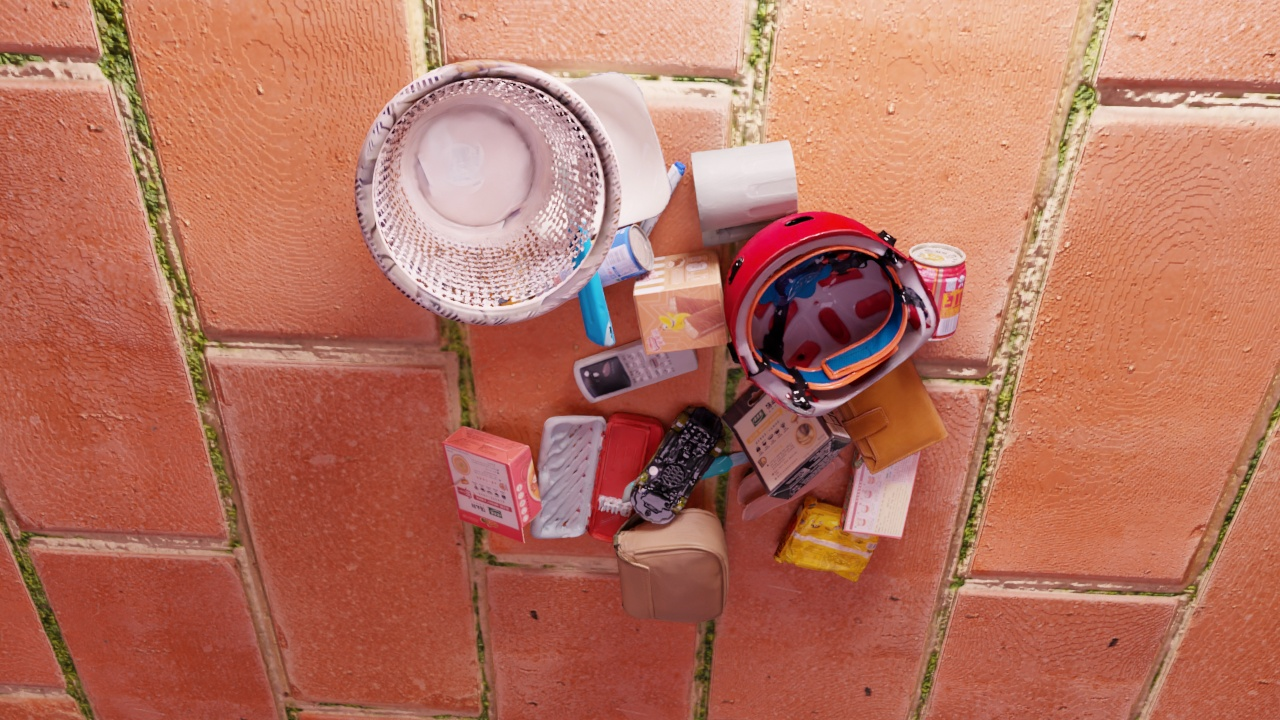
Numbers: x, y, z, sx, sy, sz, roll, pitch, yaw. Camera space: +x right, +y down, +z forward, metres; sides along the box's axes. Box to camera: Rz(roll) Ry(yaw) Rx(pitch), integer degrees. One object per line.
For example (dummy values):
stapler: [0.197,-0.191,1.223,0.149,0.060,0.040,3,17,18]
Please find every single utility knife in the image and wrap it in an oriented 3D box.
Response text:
utility knife: [-0.061,-0.110,0.977,0.034,0.018,0.208,9,123,35]
utility knife: [0.059,0.147,1.172,0.178,0.013,0.029,-15,109,-10]

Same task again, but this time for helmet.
helmet: [0.179,-0.070,0.978,0.207,0.143,0.240,-39,127,12]

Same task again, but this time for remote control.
remote control: [-0.007,0.007,1.114,0.150,0.021,0.058,-19,117,13]

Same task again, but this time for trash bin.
trash bin: [-0.148,-0.168,0.864,0.227,0.192,0.228,-5,111,-13]

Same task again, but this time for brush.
brush: [0.182,0.148,1.158,0.146,0.072,0.063,-37,113,23]

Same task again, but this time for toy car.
toy car: [0.045,0.129,1.140,0.070,0.042,0.158,35,87,-4]

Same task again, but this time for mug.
mug: [0.112,-0.173,0.979,0.103,0.083,0.124,-8,146,6]

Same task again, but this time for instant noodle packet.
instant noodle packet: [0.257,0.239,1.223,0.128,0.044,0.111,17,118,-10]

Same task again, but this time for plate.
plate: [-0.059,-0.217,0.979,0.164,0.034,0.164,-13,119,10]

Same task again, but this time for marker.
marker: [0.010,-0.156,1.021,0.017,0.016,0.146,25,118,-11]

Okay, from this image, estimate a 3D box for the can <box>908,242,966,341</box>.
can: [0.324,-0.077,1.022,0.066,0.066,0.094,0,120,3]

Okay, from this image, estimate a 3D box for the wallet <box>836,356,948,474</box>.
wallet: [0.289,0.062,1.104,0.119,0.035,0.130,-29,102,1]

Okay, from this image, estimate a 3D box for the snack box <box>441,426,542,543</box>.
snack box: [-0.188,0.158,1.172,0.113,0.044,0.127,13,125,29]

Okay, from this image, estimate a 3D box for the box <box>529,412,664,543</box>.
box: [-0.058,0.155,1.189,0.160,0.049,0.201,5,121,-9]

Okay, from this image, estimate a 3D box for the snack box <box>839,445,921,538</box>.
snack box: [0.305,0.146,1.155,0.077,0.027,0.156,7,106,-2]

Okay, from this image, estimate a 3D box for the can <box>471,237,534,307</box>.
can: [-0.159,-0.120,1.027,0.058,0.058,0.146,-6,119,6]

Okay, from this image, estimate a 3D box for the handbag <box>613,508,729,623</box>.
handbag: [0.043,0.270,1.214,0.148,0.099,0.205,-4,136,1]

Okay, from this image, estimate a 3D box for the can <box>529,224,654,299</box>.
can: [-0.056,-0.104,1.023,0.135,0.053,0.053,-18,118,24]

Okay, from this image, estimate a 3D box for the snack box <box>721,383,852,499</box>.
snack box: [0.174,0.084,1.109,0.053,0.125,0.113,17,125,-41]

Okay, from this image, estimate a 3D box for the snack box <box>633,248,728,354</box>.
snack box: [0.046,-0.066,1.028,0.094,0.092,0.077,-8,120,7]
